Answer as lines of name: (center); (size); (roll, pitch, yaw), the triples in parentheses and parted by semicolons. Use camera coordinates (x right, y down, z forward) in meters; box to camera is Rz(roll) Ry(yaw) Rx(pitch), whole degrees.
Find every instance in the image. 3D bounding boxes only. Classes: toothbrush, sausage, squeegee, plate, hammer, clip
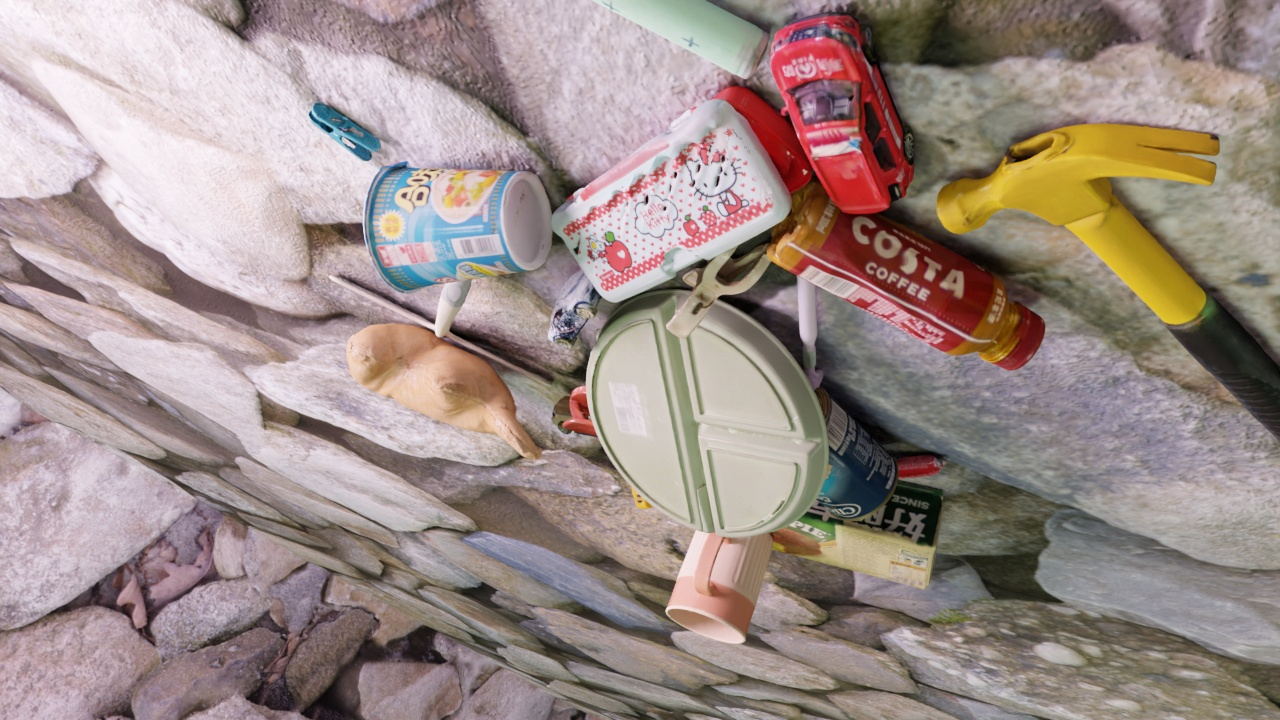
toothbrush: (0.122, -0.033, 0.675); (0.029, 0.021, 0.189); (-19, 145, -3)
sausage: (0.202, 0.101, 0.837); (0.156, 0.020, 0.020); (-12, 138, 36)
squeegee: (-0.165, -0.058, 0.821); (0.246, 0.039, 0.247); (27, 152, -9)
plate: (0.045, 0.052, 0.756); (0.230, 0.027, 0.231); (19, 126, 29)
hammer: (0.312, -0.030, 0.523); (0.300, 0.032, 0.129); (35, 152, -23)
toothbrush: (-0.037, -0.205, 0.471); (0.224, 0.026, 0.027); (25, 175, -6)
clip: (-0.222, -0.171, 0.686); (0.056, 0.014, 0.041); (34, 150, -25)
clip: (0.056, -0.062, 0.655); (0.034, 0.063, 0.098); (28, 145, -13)

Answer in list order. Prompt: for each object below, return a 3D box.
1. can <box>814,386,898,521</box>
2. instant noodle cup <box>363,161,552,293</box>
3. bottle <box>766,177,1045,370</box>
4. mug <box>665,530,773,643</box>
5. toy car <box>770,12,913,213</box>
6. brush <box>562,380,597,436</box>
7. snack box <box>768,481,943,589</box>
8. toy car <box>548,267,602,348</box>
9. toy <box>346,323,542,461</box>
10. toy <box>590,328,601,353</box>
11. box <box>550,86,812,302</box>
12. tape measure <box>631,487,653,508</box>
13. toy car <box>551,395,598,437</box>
can: (0.159, 0.078, 0.784); (0.075, 0.075, 0.111); (-11, 137, 47)
instant noodle cup: (-0.127, -0.099, 0.668); (0.110, 0.099, 0.099); (1, 147, 23)
bottle: (0.166, -0.049, 0.568); (0.175, 0.057, 0.058); (27, 153, -8)
mug: (0.077, 0.208, 0.904); (0.082, 0.105, 0.115); (11, 151, 23)
toy car: (0.108, -0.127, 0.487); (0.053, 0.045, 0.120); (-1, 142, 36)
brush: (-0.001, 0.054, 0.865); (0.146, 0.069, 0.063); (12, 150, 19)
snack box: (0.176, 0.155, 0.922); (0.240, 0.063, 0.114); (11, 151, 22)
toy car: (-0.051, -0.048, 0.743); (0.031, 0.048, 0.106); (25, 152, -12)
toy: (-0.181, 0.030, 0.908); (0.226, 0.082, 0.143); (24, -173, 13)
toy: (-0.005, 0.005, 0.819); (0.092, 0.030, 0.097); (27, 137, -2)
box: (0.013, -0.096, 0.588); (0.090, 0.068, 0.202); (35, 151, -22)
tape measure: (0.013, 0.134, 1.012); (0.029, 0.057, 0.059); (-7, -179, 41)
toy car: (-0.047, 0.055, 0.933); (0.090, 0.042, 0.035); (8, 128, 16)
